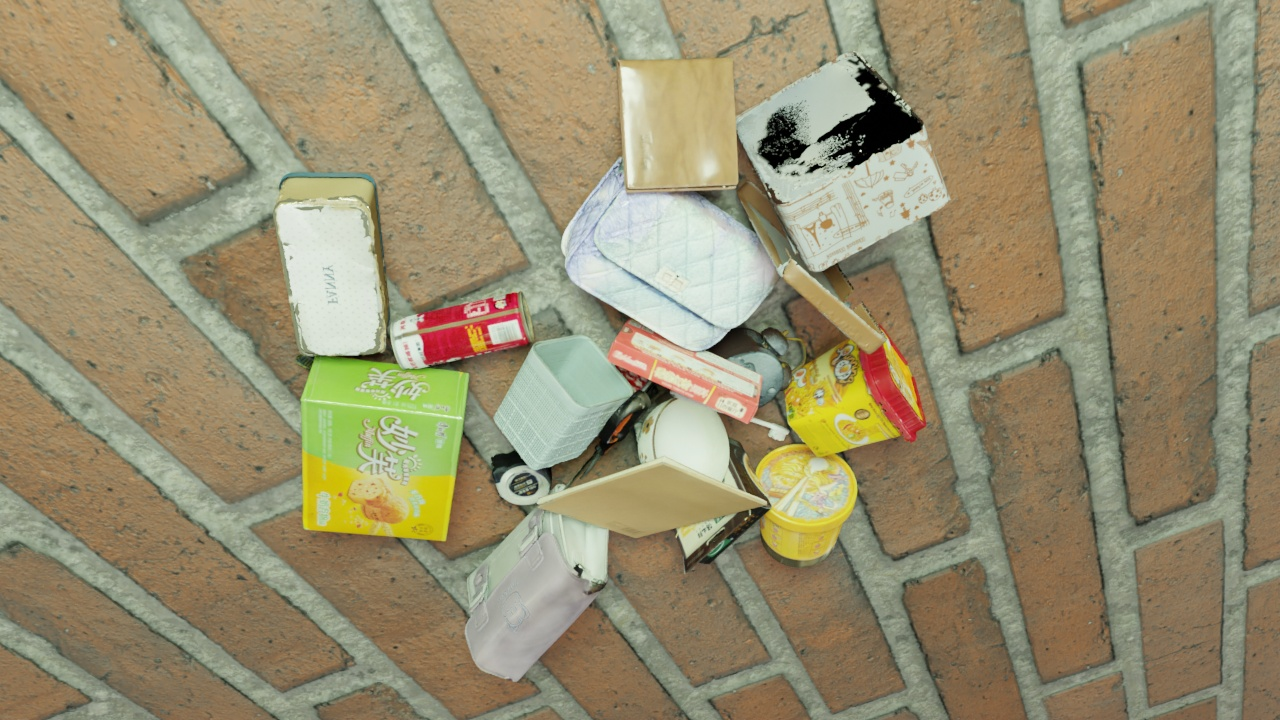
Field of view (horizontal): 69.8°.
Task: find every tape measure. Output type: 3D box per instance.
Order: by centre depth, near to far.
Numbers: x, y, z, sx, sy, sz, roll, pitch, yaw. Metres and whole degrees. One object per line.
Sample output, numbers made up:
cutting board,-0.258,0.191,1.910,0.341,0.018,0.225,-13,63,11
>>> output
tape measure,-0.135,0.134,1.060,0.066,0.033,0.066,-10,127,1

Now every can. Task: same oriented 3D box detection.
can,-0.176,-0.029,0.911,0.133,0.053,0.053,-13,129,1

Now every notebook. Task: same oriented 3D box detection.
notebook,0.009,0.155,0.997,0.149,0.012,0.212,26,146,-33

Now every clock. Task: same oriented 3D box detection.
clock,0.120,0.007,0.989,0.122,0.055,0.082,-14,128,1

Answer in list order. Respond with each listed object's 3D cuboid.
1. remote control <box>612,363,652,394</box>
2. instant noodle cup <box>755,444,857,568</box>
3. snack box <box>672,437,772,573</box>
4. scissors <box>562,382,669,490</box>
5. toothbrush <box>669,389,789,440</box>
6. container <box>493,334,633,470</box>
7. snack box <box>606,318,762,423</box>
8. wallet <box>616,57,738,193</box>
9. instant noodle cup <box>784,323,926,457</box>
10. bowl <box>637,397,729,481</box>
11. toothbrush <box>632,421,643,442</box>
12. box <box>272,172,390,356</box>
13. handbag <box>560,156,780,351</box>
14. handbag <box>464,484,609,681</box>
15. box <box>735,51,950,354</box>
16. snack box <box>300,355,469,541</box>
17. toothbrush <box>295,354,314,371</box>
remote control,-0.006,0.006,0.989,0.056,0.020,0.136,25,120,-27
instant noodle cup,0.194,0.181,1.104,0.118,0.118,0.115,-8,136,-4
snack box,0.085,0.168,1.061,0.053,0.125,0.113,22,122,-38
scissors,-0.021,0.078,1.004,0.210,0.021,0.222,-44,173,-16
toothbrush,0.102,0.062,1.037,0.180,0.016,0.016,21,99,-34
container,-0.085,0.046,0.950,0.089,0.090,0.112,-13,146,-52
snack box,0.046,0.008,0.915,0.153,0.075,0.025,24,114,2
wallet,0.033,-0.204,0.793,0.101,0.020,0.115,-4,90,-6
instant noodle cup,0.229,0.040,1.004,0.124,0.116,0.116,-26,128,25
bowl,0.039,0.098,1.026,0.113,0.113,0.062,33,151,-30
toothbrush,0.010,0.143,1.103,0.015,0.018,0.181,-13,130,-3
box,-0.282,-0.090,0.844,0.089,0.059,0.185,0,126,-10
handbag,0.030,-0.097,0.878,0.193,0.075,0.134,28,114,-28
handbag,-0.125,0.264,1.093,0.098,0.144,0.197,26,119,-30
box,0.182,-0.127,0.813,0.157,0.182,0.193,-29,127,13
snack box,-0.272,0.098,0.971,0.157,0.070,0.211,8,132,-11
toothbrush,-0.280,0.041,0.975,0.185,0.012,0.017,35,116,-31
